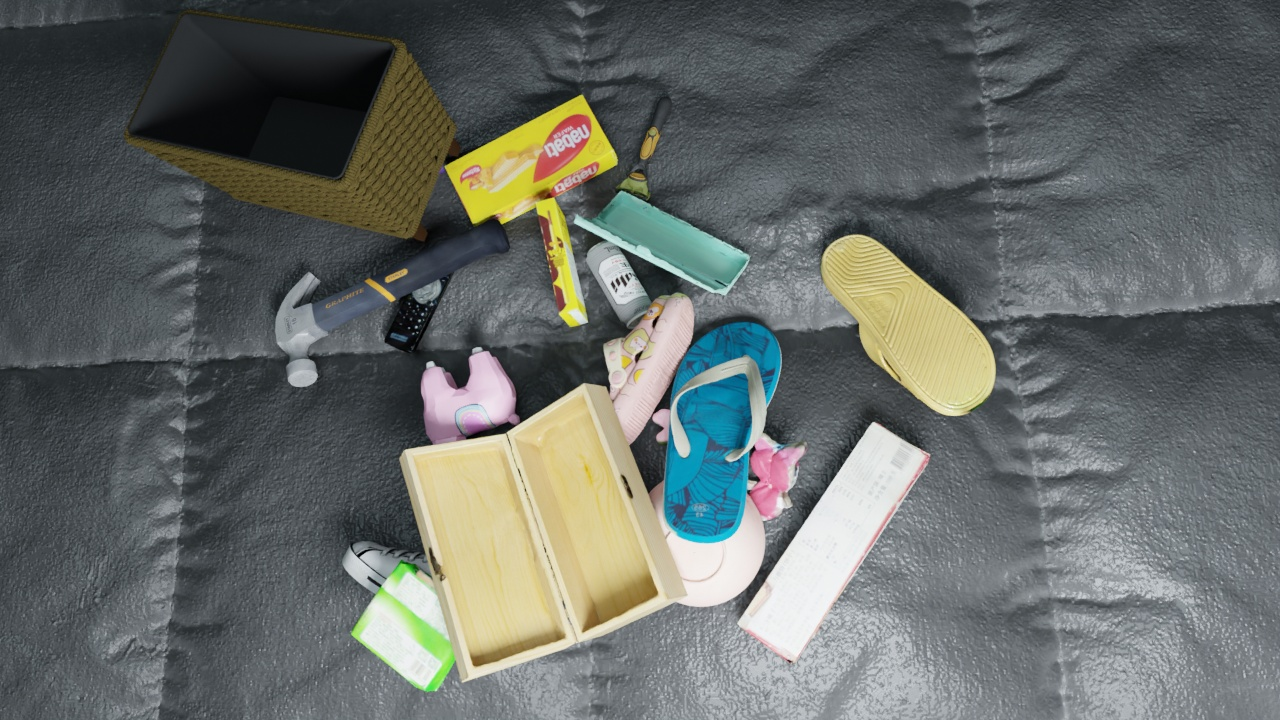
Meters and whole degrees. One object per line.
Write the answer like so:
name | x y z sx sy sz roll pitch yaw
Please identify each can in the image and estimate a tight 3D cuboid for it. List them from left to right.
can | -0.025 -0.092 1.113 0.044 0.044 0.106 -30 75 -1

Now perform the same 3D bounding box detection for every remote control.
remote control | -0.272 -0.077 1.152 0.045 0.021 0.140 18 76 19

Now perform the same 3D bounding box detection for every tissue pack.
tissue pack | -0.235 0.278 0.967 0.114 0.034 0.099 36 87 8

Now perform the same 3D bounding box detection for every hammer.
hammer | -0.306 -0.089 1.136 0.312 0.035 0.139 -24 63 4

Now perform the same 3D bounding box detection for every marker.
marker | -0.244 -0.260 1.193 0.134 0.015 0.018 -20 106 2

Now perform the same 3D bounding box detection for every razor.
razor | 0.011 -0.272 1.165 0.044 0.021 0.144 17 77 11

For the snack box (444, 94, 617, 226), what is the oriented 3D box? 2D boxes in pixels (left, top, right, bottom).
snack box | -0.138 -0.248 1.164 0.200 0.042 0.092 -27 75 0

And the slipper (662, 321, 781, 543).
slipper | 0.083 0.060 1.006 0.118 0.060 0.294 5 54 15

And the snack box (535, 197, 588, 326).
snack box | -0.096 -0.119 1.120 0.025 0.061 0.148 -14 75 4

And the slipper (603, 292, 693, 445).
slipper | -0.006 0.006 1.070 0.081 0.093 0.197 25 87 22

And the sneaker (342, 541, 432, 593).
sneaker | -0.212 0.239 1.035 0.245 0.091 0.097 18 79 12

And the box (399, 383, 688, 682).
box | -0.107 0.180 0.984 0.252 0.119 0.247 -18 69 -10

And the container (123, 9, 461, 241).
container | -0.391 -0.266 1.094 0.321 0.205 0.176 15 79 20

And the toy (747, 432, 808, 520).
toy | 0.151 0.129 1.040 0.065 0.050 0.102 19 107 25

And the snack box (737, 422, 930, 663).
snack box | 0.215 0.201 1.016 0.077 0.044 0.272 33 82 19

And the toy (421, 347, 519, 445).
toy | -0.204 0.072 1.086 0.123 0.067 0.157 -16 79 2

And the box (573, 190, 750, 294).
box | 0.025 -0.133 1.086 0.187 0.055 0.138 29 37 14

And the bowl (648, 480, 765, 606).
bowl | 0.062 0.201 1.000 0.153 0.076 0.153 0 91 7

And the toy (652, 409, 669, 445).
toy | 0.066 0.086 1.062 0.109 0.041 0.096 45 98 18

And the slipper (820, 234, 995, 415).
slipper | 0.302 -0.039 1.047 0.099 0.078 0.263 -34 58 -2
